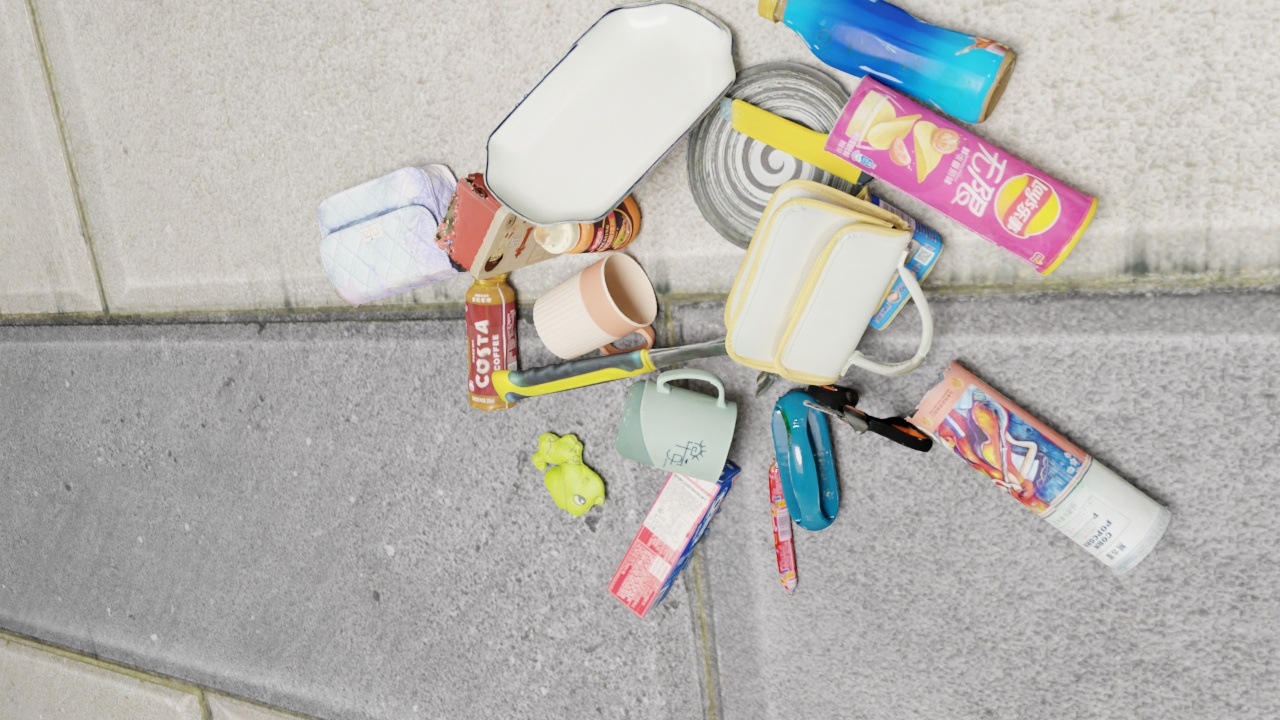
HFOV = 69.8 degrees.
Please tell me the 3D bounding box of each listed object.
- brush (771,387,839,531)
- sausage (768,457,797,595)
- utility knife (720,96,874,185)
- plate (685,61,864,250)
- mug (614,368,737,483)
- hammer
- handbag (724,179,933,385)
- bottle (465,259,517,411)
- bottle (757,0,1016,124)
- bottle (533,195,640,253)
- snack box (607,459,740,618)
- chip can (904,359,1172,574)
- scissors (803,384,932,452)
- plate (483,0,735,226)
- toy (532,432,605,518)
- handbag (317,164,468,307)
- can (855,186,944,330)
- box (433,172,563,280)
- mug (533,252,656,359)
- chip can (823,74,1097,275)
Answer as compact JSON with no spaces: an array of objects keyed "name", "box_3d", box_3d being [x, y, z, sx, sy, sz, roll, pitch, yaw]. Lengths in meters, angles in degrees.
[{"name":"brush","box_3d":[0.161,0.101,0.899,0.055,0.073,0.144,-8,100,14]},{"name":"sausage","box_3d":[0.148,0.175,0.960,0.020,0.020,0.156,-1,104,29]},{"name":"utility knife","box_3d":[0.141,-0.201,0.828,0.168,0.015,0.033,30,110,18]},{"name":"plate","box_3d":[0.127,-0.188,0.863,0.180,0.024,0.179,8,109,25]},{"name":"mug","box_3d":[0.037,0.056,0.902,0.106,0.082,0.112,16,118,0]},{"name":"hammer","box_3d":[-0.006,0.005,0.938,0.324,0.031,0.126,-11,131,25]},{"name":"handbag","box_3d":[0.172,-0.051,0.781,0.179,0.063,0.164,19,122,-2]},{"name":"bottle","box_3d":[-0.171,-0.031,1.057,0.057,0.057,0.175,10,109,27]},{"name":"bottle","box_3d":[0.200,-0.268,0.773,0.219,0.065,0.065,30,117,18]},{"name":"bottle","box_3d":[-0.057,-0.133,0.907,0.067,0.149,0.067,9,109,27]},{"name":"snack box","box_3d":[0.036,0.187,1.006,0.058,0.057,0.208,36,119,18]},{"name":"chip can","box_3d":[0.341,0.089,0.797,0.215,0.071,0.071,38,119,15]},{"name":"scissors","box_3d":[0.197,0.050,0.793,0.198,0.227,0.022,24,98,-10]},{"name":"plate","box_3d":[-0.027,-0.227,0.855,0.162,0.034,0.265,38,81,24]},{"name":"toy","box_3d":[-0.085,0.134,1.073,0.097,0.031,0.100,2,101,29]},{"name":"handbag","box_3d":[-0.293,-0.146,1.081,0.194,0.075,0.134,-12,98,32]},{"name":"can","box_3d":[0.206,-0.089,0.817,0.083,0.057,0.102,31,119,-3]},{"name":"box","box_3d":[-0.132,-0.148,0.934,0.077,0.168,0.091,39,119,14]},{"name":"mug","box_3d":[-0.040,-0.045,0.973,0.106,0.081,0.114,-25,121,34]},{"name":"chip can","box_3d":[0.258,-0.153,0.751,0.210,0.071,0.072,32,118,8]}]
